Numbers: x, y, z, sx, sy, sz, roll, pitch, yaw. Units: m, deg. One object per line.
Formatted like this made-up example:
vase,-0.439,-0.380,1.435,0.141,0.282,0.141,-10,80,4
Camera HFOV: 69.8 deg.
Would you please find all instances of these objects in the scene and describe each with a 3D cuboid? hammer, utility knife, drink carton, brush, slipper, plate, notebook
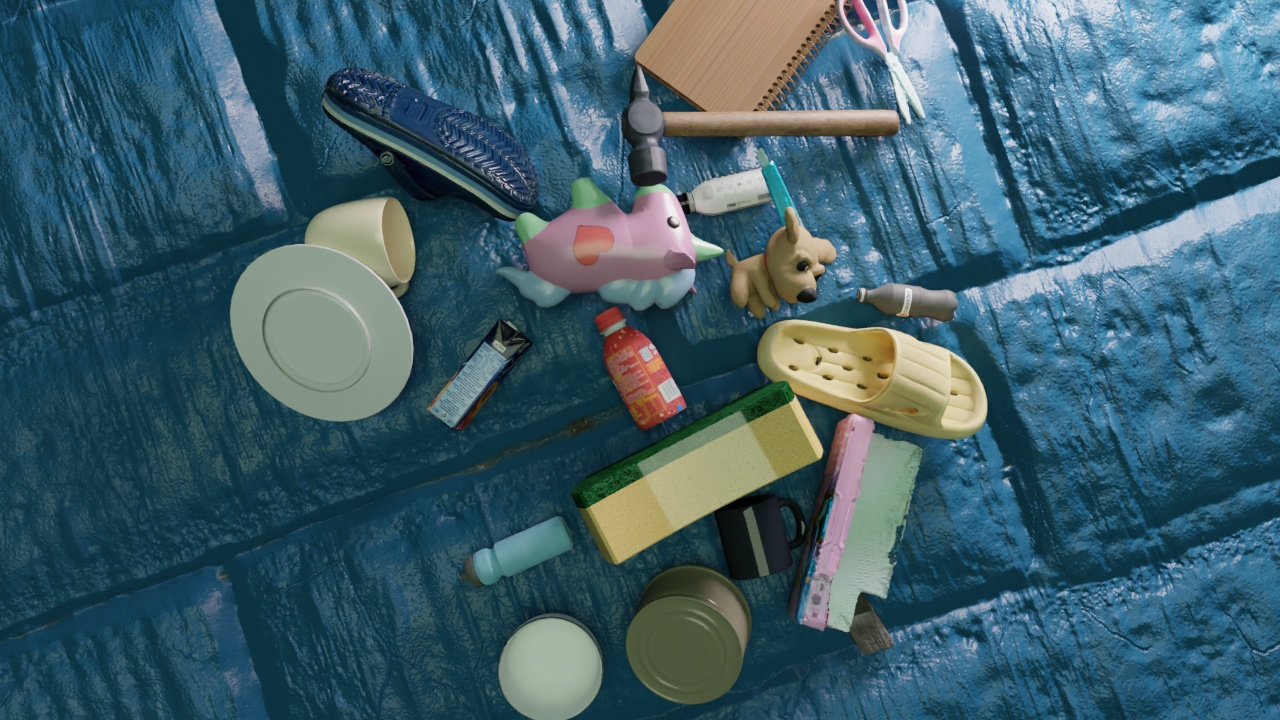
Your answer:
hammer,0.138,-0.263,1.016,0.321,0.040,0.129,-4,77,-13
utility knife,0.156,-0.185,1.018,0.022,0.015,0.124,-24,127,8
drink carton,-0.176,0.016,1.019,0.040,0.064,0.130,39,88,0
brush,0.232,0.266,1.039,0.039,0.012,0.151,-31,88,-1
slipper,0.260,0.005,1.005,0.261,0.079,0.111,14,62,4
plate,-0.350,-0.024,0.996,0.209,0.015,0.209,4,115,8
notebook,0.121,-0.380,1.055,0.169,0.022,0.210,36,88,1
slipper,-0.232,-0.231,1.017,0.252,0.104,0.095,29,127,-11
brush,0.056,0.111,0.952,0.250,0.195,0.075,-27,88,-1

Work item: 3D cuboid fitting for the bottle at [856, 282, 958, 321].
bottle,0.301,-0.067,1.039,0.110,0.036,0.036,7,88,0

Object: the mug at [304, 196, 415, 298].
mug,-0.310,-0.116,1.013,0.100,0.096,0.120,-7,126,7

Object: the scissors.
scissors,0.298,-0.356,1.054,0.105,0.016,0.179,-34,95,-22

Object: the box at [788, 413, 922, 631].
box,0.242,0.183,0.996,0.105,0.086,0.230,16,82,4

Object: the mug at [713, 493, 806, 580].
mug,0.139,0.190,1.019,0.105,0.071,0.077,-13,88,-28

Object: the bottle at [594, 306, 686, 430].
bottle,-0.006,0.006,1.022,0.062,0.062,0.137,-28,88,-1

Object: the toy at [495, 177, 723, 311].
toy,-0.038,-0.113,1.007,0.222,0.120,0.171,-32,79,-2

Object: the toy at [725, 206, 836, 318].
toy,0.152,-0.102,1.016,0.108,0.134,0.105,-28,64,24

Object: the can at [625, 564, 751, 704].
can,0.052,0.294,0.988,0.128,0.073,0.128,3,103,12

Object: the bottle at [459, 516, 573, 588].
bottle,-0.141,0.217,1.025,0.130,0.040,0.040,-24,88,-1

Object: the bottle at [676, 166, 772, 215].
bottle,0.098,-0.189,1.039,0.116,0.041,0.041,-14,88,-1

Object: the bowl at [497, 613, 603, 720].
bowl,-0.097,0.332,1.010,0.113,0.063,0.113,0,88,-1
